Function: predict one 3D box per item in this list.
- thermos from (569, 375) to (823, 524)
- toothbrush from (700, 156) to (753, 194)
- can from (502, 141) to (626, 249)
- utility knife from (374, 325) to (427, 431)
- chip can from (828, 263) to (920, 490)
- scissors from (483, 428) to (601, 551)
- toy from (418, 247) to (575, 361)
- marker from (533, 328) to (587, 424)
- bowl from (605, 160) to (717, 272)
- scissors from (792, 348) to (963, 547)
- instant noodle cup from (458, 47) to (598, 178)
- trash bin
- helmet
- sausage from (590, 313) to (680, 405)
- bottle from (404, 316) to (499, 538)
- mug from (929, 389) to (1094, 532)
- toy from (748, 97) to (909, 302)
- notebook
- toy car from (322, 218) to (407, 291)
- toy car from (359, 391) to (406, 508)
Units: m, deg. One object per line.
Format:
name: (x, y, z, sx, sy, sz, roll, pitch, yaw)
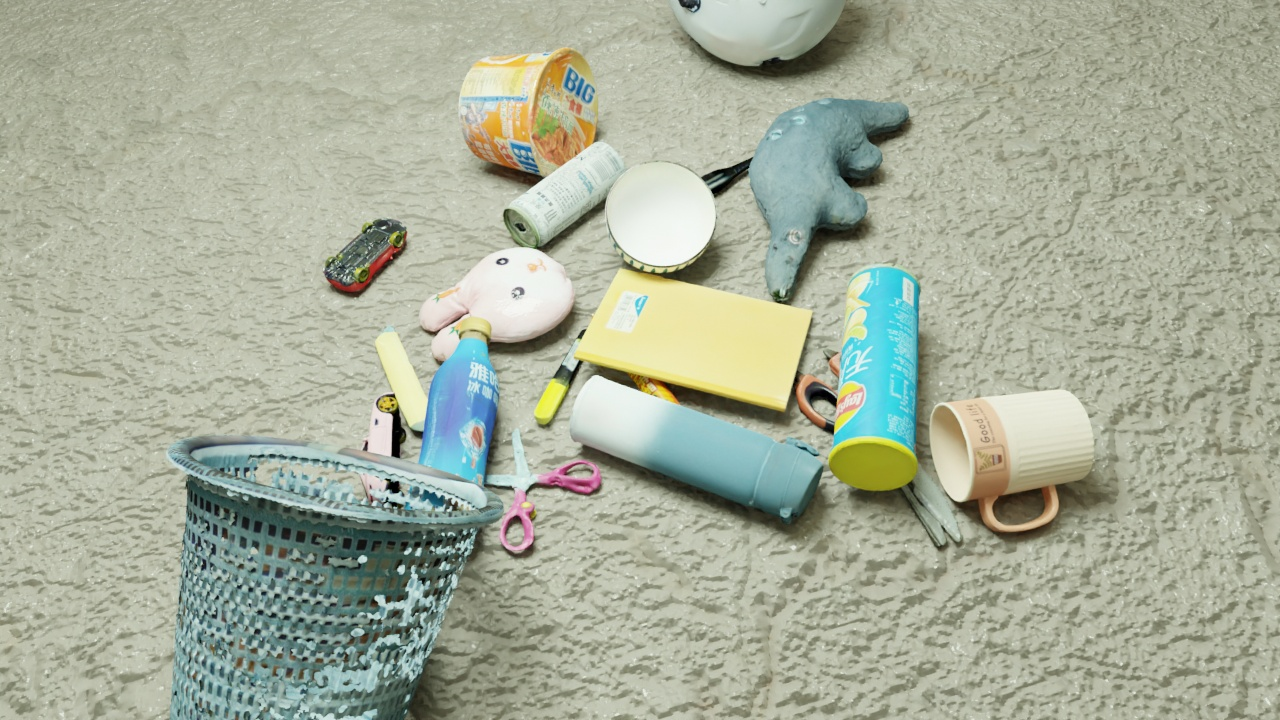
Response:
thermos: (0.048, 0.075, 0.802, 0.221, 0.070, 0.070, 18, 54, 18)
toothbrush: (0.086, -0.205, 1.057, 0.212, 0.026, 0.027, -30, 88, -20)
can: (-0.083, -0.186, 1.032, 0.058, 0.058, 0.146, 34, 60, 28)
utility knife: (-0.233, 0.016, 0.905, 0.031, 0.018, 0.162, -20, 53, -17)
chip can: (0.211, 0.010, 0.817, 0.071, 0.071, 0.209, 7, 50, 10)
scissors: (-0.097, 0.109, 0.818, 0.135, 0.017, 0.133, -14, 47, -2)
toy: (-0.148, -0.057, 0.939, 0.159, 0.054, 0.121, -27, 53, -7)
marker: (-0.073, 0.014, 0.896, 0.018, 0.015, 0.123, 14, 50, 14)
bowl: (0.019, -0.145, 0.972, 0.116, 0.066, 0.116, 1, 79, -5)
scissors: (0.206, 0.076, 0.820, 0.194, 0.015, 0.206, 12, 52, 13)
instant noodle cup: (-0.133, -0.289, 1.073, 0.111, 0.151, 0.151, 13, 52, 25)
trash bin: (-0.227, 0.170, 0.640, 0.227, 0.226, 0.195, 13, 90, 15)
helmet: (0.149, -0.472, 1.194, 0.259, 0.146, 0.228, 24, 54, 32)
sausage: (-0.005, 0.005, 0.891, 0.021, 0.021, 0.165, -28, 53, -17)
bottle: (-0.163, 0.054, 0.826, 0.065, 0.065, 0.218, -1, 53, 4)
mug: (0.313, 0.084, 0.768, 0.106, 0.082, 0.114, -8, 77, -4)
toy: (0.194, -0.211, 1.019, 0.138, 0.092, 0.355, 35, 58, -4)
notebook: (0.055, -0.026, 0.898, 0.206, 0.010, 0.145, 14, 45, 11)
toy car: (-0.300, -0.117, 1.011, 0.049, 0.031, 0.106, 21, 56, 20)
toy car: (-0.232, 0.084, 0.824, 0.037, 0.056, 0.122, -4, 49, -7)
